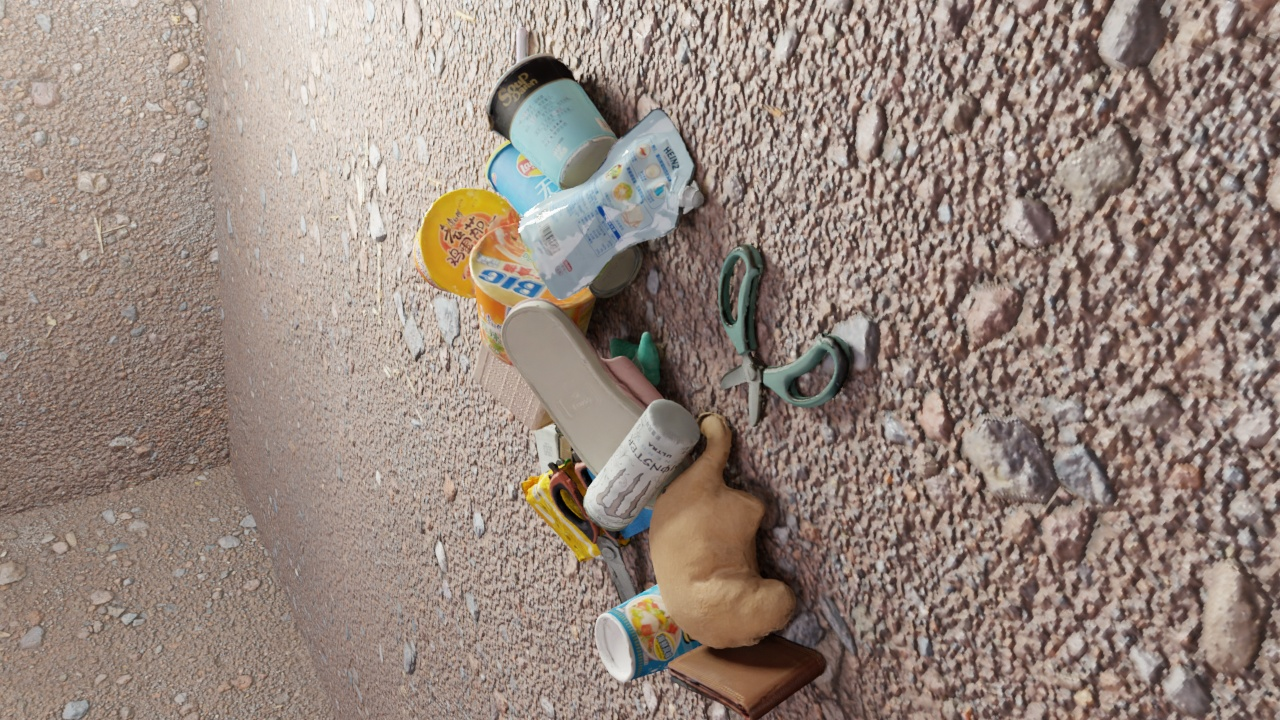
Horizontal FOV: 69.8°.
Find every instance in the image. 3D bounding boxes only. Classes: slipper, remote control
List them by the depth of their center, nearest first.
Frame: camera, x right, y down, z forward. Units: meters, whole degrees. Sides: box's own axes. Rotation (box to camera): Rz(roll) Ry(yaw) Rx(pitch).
[{"bbox_3d":[-0.039,0.045,0.961,0.114,0.054,0.274,-36,100,32],"label":"slipper"},{"bbox_3d":[-0.106,0.158,1.198,0.058,0.021,0.150,4,105,56],"label":"remote control"}]

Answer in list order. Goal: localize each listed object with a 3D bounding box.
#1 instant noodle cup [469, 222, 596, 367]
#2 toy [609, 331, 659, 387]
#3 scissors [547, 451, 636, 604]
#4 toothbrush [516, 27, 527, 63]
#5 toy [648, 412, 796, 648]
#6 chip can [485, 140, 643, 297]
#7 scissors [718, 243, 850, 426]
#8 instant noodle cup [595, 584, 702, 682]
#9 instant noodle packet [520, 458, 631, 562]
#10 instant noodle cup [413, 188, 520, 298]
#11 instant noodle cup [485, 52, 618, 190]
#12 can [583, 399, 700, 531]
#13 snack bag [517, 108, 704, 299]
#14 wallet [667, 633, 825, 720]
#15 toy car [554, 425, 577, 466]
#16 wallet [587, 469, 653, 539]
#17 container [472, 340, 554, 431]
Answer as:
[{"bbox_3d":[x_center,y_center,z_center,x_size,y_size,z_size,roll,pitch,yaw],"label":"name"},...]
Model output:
[{"bbox_3d":[-0.118,-0.068,1.035,0.151,0.151,0.112,52,147,33],"label":"instant noodle cup"},{"bbox_3d":[-0.006,0.006,0.993,0.092,0.030,0.096,25,129,55],"label":"toy"},{"bbox_3d":[-0.052,0.208,1.067,0.193,0.015,0.207,29,125,12],"label":"scissors"},{"bbox_3d":[-0.145,-0.300,1.101,0.021,0.029,0.189,10,114,11],"label":"toothbrush"},{"bbox_3d":[0.065,0.168,0.896,0.144,0.082,0.226,-20,82,28],"label":"toy"},{"bbox_3d":[-0.086,-0.158,0.999,0.210,0.071,0.071,48,137,30],"label":"chip can"},{"bbox_3d":[0.121,-0.015,0.806,0.180,0.019,0.170,16,112,52],"label":"scissors"},{"bbox_3d":[0.016,0.279,0.953,0.099,0.109,0.099,24,120,51],"label":"instant noodle cup"},{"bbox_3d":[-0.080,0.182,1.116,0.128,0.044,0.111,51,140,-6],"label":"instant noodle packet"},{"bbox_3d":[-0.228,-0.144,1.184,0.110,0.137,0.138,-3,98,64],"label":"instant noodle cup"},{"bbox_3d":[-0.085,-0.239,0.963,0.120,0.111,0.111,52,140,21],"label":"instant noodle cup"},{"bbox_3d":[-0.001,0.106,0.910,0.058,0.058,0.147,57,130,28],"label":"can"},{"bbox_3d":[-0.029,-0.149,0.898,0.191,0.038,0.110,-32,67,21],"label":"snack bag"},{"bbox_3d":[0.099,0.295,0.870,0.125,0.101,0.032,1,104,56],"label":"wallet"},{"bbox_3d":[-0.079,0.101,1.121,0.035,0.042,0.090,15,120,29],"label":"toy car"},{"bbox_3d":[-0.021,0.132,1.046,0.107,0.040,0.133,-39,76,53],"label":"wallet"},{"bbox_3d":[-0.129,0.015,1.109,0.111,0.090,0.090,42,133,21],"label":"container"}]
